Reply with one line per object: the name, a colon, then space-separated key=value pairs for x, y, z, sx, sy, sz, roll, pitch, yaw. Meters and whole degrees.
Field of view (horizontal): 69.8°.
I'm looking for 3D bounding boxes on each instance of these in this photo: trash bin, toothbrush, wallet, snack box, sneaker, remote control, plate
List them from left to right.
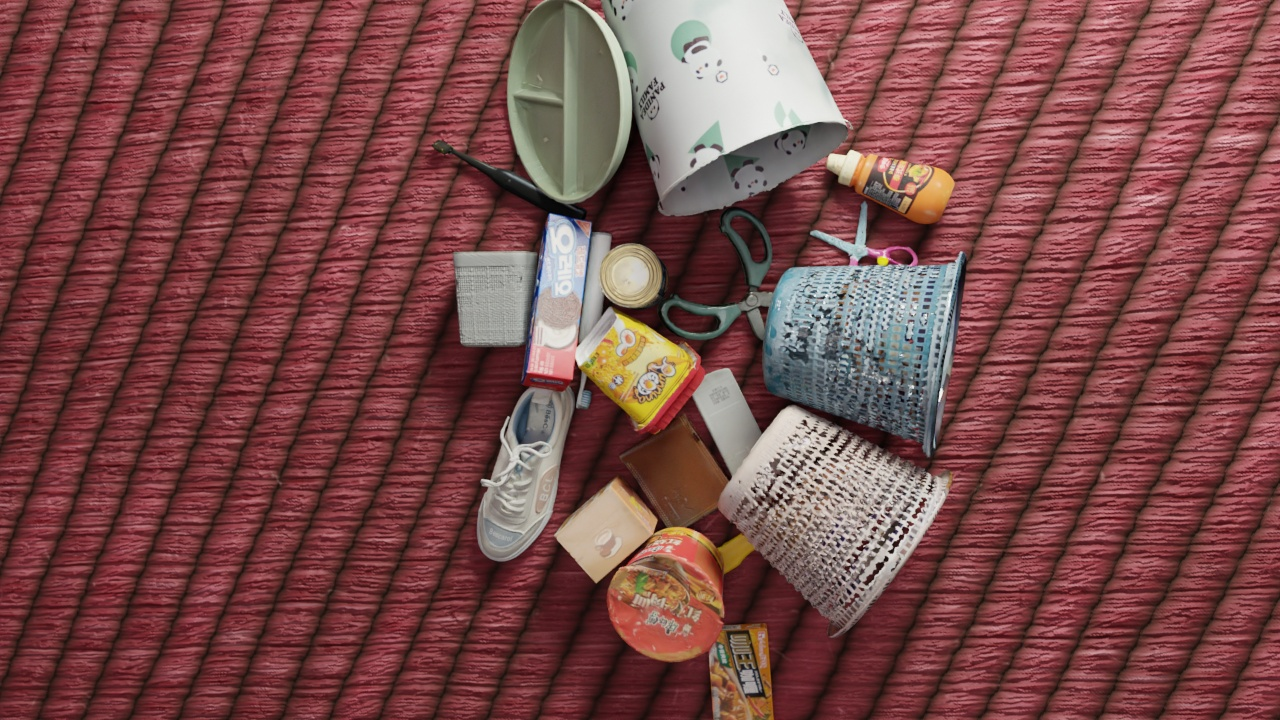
toothbrush: x=-0.166 y=-0.224 z=1.147 sx=0.212 sy=0.027 sz=0.026 roll=28 pitch=125 yaw=4
sneaker: x=-0.144 y=0.140 z=1.129 sx=0.089 sy=0.090 sz=0.242 roll=19 pitch=95 yaw=5
snack box: x=-0.101 y=-0.071 z=1.096 sx=0.058 sy=0.057 sz=0.207 roll=9 pitch=72 yaw=-11
plate: x=-0.085 y=-0.299 z=1.066 sx=0.027 sy=0.231 sz=0.230 roll=-16 pitch=91 yaw=-37
toothbrush: x=-0.062 y=-0.049 z=1.145 sx=0.026 sy=0.026 sz=0.221 roll=7 pitch=93 yaw=1
snack box: x=-0.040 y=0.203 z=1.120 sx=0.093 sy=0.094 sz=0.077 roll=-41 pitch=89 yaw=5
wallet: x=0.047 y=0.142 z=1.142 sx=0.101 sy=0.032 sz=0.124 roll=-34 pitch=88 yaw=8
trash bin: x=0.082 y=-0.324 z=1.030 sx=0.230 sy=0.229 sz=0.252 roll=-22 pitch=84 yaw=6
remote control: x=0.116 y=0.084 z=1.136 sx=0.058 sy=0.021 sz=0.150 roll=-26 pitch=90 yaw=4
snack box: x=0.126 y=0.408 z=1.147 sx=0.075 sy=0.026 sz=0.153 roll=-4 pitch=92 yaw=5
trash bin: x=0.203 y=0.162 z=1.031 sx=0.192 sy=0.227 sz=0.227 roll=36 pitch=95 yaw=11
trash bin: x=0.249 y=-0.020 z=1.035 sx=0.195 sy=0.226 sz=0.226 roll=10 pitch=93 yaw=21

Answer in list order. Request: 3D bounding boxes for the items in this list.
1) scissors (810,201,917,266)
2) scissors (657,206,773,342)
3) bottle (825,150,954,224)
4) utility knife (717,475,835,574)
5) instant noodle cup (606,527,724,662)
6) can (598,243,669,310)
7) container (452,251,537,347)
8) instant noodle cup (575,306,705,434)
scissors: x=0.266 y=-0.125 z=1.117 sx=0.133 sy=0.017 sz=0.136 roll=24 pitch=96 yaw=8
scissors: x=0.099 y=-0.100 z=1.121 sx=0.175 sy=0.019 sz=0.170 roll=-7 pitch=91 yaw=-6
bottle: x=0.292 y=-0.213 z=1.090 sx=0.149 sy=0.066 sz=0.067 roll=23 pitch=94 yaw=11
utility knife: x=0.166 y=0.205 z=1.139 sx=0.231 sy=0.015 sz=0.033 roll=-35 pitch=95 yaw=7
instant noodle cup: x=0.040 y=0.272 z=1.097 sx=0.138 sy=0.108 sz=0.138 roll=4 pitch=106 yaw=13
can: x=-0.007 y=-0.099 z=1.095 sx=0.075 sy=0.111 sz=0.075 roll=0 pitch=92 yaw=5
container: x=-0.176 y=-0.075 z=1.125 sx=0.090 sy=0.090 sz=0.114 roll=0 pitch=95 yaw=6
instant noodle cup: x=-0.006 y=0.006 z=1.086 sx=0.123 sy=0.116 sz=0.116 roll=37 pitch=95 yaw=-16
